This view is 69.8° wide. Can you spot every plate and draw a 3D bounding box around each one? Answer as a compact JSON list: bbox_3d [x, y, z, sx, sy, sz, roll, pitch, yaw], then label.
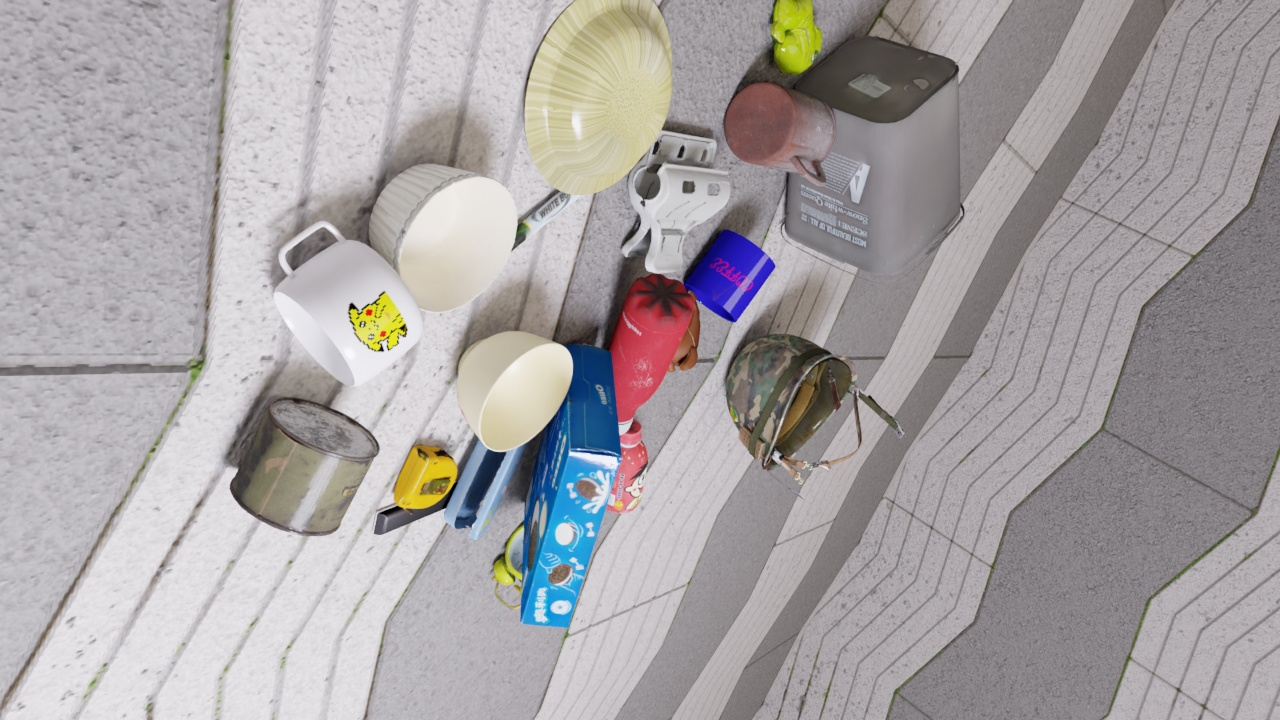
[{"bbox_3d":[-0.020,-0.228,0.806,0.183,0.036,0.185,-34,140,-35],"label":"plate"}]

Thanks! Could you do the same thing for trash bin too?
[{"bbox_3d":[0.291,-0.256,1.143,0.197,0.197,0.220,-42,144,-23],"label":"trash bin"}]

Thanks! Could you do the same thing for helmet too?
[{"bbox_3d":[0.236,0.076,1.347,0.192,0.236,0.225,-34,135,-28],"label":"helmet"}]

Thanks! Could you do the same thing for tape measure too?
[{"bbox_3d":[-0.210,0.118,0.908,0.058,0.030,0.068,8,114,-58],"label":"tape measure"}]

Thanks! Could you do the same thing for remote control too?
[{"bbox_3d":[-0.220,0.149,0.944,0.124,0.012,0.028,-18,135,-50],"label":"remote control"}]

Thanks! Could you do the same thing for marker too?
[{"bbox_3d":[-0.079,-0.143,0.848,0.146,0.017,0.017,-44,150,-23],"label":"marker"}]

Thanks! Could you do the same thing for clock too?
[{"bbox_3d":[-0.130,0.252,1.126,0.119,0.083,0.057,-53,147,-13],"label":"clock"}]

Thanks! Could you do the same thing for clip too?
[{"bbox_3d":[0.039,-0.160,0.963,0.125,0.089,0.151,-7,116,-52],"label":"clip"}]

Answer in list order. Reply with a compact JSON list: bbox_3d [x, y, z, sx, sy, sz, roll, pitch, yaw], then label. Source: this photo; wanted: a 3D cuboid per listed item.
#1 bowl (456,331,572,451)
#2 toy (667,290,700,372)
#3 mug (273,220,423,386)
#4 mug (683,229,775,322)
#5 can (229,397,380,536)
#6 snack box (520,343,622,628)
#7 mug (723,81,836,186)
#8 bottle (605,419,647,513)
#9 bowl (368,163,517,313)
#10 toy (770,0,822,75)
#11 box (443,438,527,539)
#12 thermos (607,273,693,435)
[{"bbox_3d":[-0.132,0.017,0.873,0.117,0.074,0.118,-39,148,-30],"label":"bowl"},{"bbox_3d":[0.031,-0.036,1.109,0.090,0.070,0.103,-3,115,-35],"label":"toy"},{"bbox_3d":[-0.214,-0.043,0.663,0.068,0.094,0.116,-43,128,-26],"label":"mug"},{"bbox_3d":[0.109,-0.102,1.139,0.083,0.079,0.111,-54,178,-3],"label":"mug"},{"bbox_3d":[-0.262,0.083,0.719,0.075,0.090,0.089,-61,152,9],"label":"can"},{"bbox_3d":[-0.079,0.131,0.978,0.056,0.195,0.239,11,120,-12],"label":"snack box"},{"bbox_3d":[0.162,-0.244,1.015,0.110,0.123,0.096,-11,155,-49],"label":"mug"},{"bbox_3d":[-0.021,0.134,1.196,0.061,0.062,0.138,-33,146,-37],"label":"bottle"},{"bbox_3d":[-0.159,-0.102,0.713,0.115,0.062,0.115,-38,148,-30],"label":"bowl"},{"bbox_3d":[0.169,-0.354,0.996,0.094,0.036,0.094,-29,137,-38],"label":"toy"},{"bbox_3d":[-0.133,0.091,0.964,0.210,0.052,0.067,-63,156,5],"label":"box"},{"bbox_3d":[-0.006,0.006,1.049,0.073,0.073,0.241,-33,157,-37],"label":"thermos"}]
